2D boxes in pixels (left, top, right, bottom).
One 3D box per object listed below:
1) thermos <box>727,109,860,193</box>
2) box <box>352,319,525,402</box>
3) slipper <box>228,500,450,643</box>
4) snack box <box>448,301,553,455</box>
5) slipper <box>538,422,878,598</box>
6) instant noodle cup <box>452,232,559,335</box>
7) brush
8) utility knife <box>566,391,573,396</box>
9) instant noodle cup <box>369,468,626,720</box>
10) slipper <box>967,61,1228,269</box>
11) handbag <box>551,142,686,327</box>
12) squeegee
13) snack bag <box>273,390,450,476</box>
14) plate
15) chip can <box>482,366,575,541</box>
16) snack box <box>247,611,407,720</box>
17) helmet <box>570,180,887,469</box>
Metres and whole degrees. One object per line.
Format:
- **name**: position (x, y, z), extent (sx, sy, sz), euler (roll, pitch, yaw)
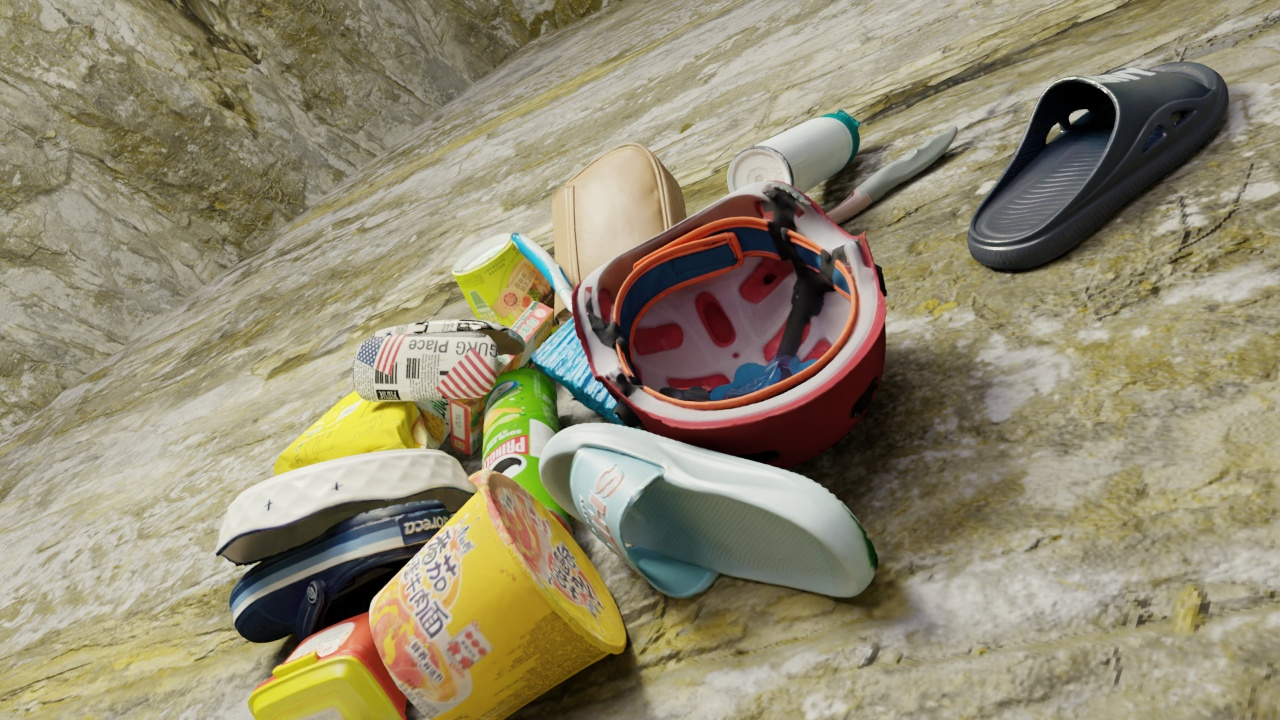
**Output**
- **thermos**: position (0.166, -0.208, 0.950), extent (0.073, 0.073, 0.223), euler (-10, 16, 36)
- **box**: position (-0.191, 0.005, 0.855), extent (0.162, 0.075, 0.086), euler (0, 63, 25)
- **slipper**: position (-0.225, 0.181, 0.718), extent (0.254, 0.095, 0.105), euler (-31, -23, 36)
- **snack box**: position (-0.139, 0.016, 0.924), extent (0.027, 0.077, 0.155), euler (25, 50, 12)
- **slipper**: position (0.027, 0.105, 0.570), extent (0.246, 0.104, 0.074), euler (6, 46, 42)
- **instant noodle cup**: position (-0.148, -0.073, 1.032), extent (0.112, 0.123, 0.111), euler (-24, 27, 13)
- **brush**: position (-0.065, -0.034, 0.854), extent (0.315, 0.060, 0.109), euler (30, 79, 44)
- **utility knife**: position (-0.009, 0.031, 0.829), extent (0.183, 0.013, 0.029), euler (5, 47, 52)
- **instant noodle cup**: position (-0.093, 0.157, 0.576), extent (0.110, 0.138, 0.138), euler (-39, 26, 3)
- **slipper**: position (0.359, -0.177, 0.728), extent (0.267, 0.083, 0.111), euler (-40, 29, -14)
- **handbag**: position (-0.019, -0.115, 0.954), extent (0.148, 0.100, 0.204), euler (-15, 62, 22)
- **squeegee**: position (0.211, -0.165, 0.911), extent (0.249, 0.040, 0.247), euler (-27, 9, -4)
- **snack bag**: position (-0.266, 0.068, 0.929), extent (0.158, 0.068, 0.246), euler (-25, 15, 11)
- **plate**: position (-0.234, 0.117, 0.741), extent (0.205, 0.045, 0.205), euler (-14, -14, -4)
- **chip can**: position (-0.097, 0.085, 0.764), extent (0.072, 0.072, 0.235), euler (-28, 26, 6)
- **snack box**: position (-0.207, 0.223, 0.634), extent (0.091, 0.082, 0.080), euler (-24, 17, 12)
- **helmet**: position (0.078, -0.002, 0.656), extent (0.207, 0.144, 0.240), euler (-30, 41, -1)
